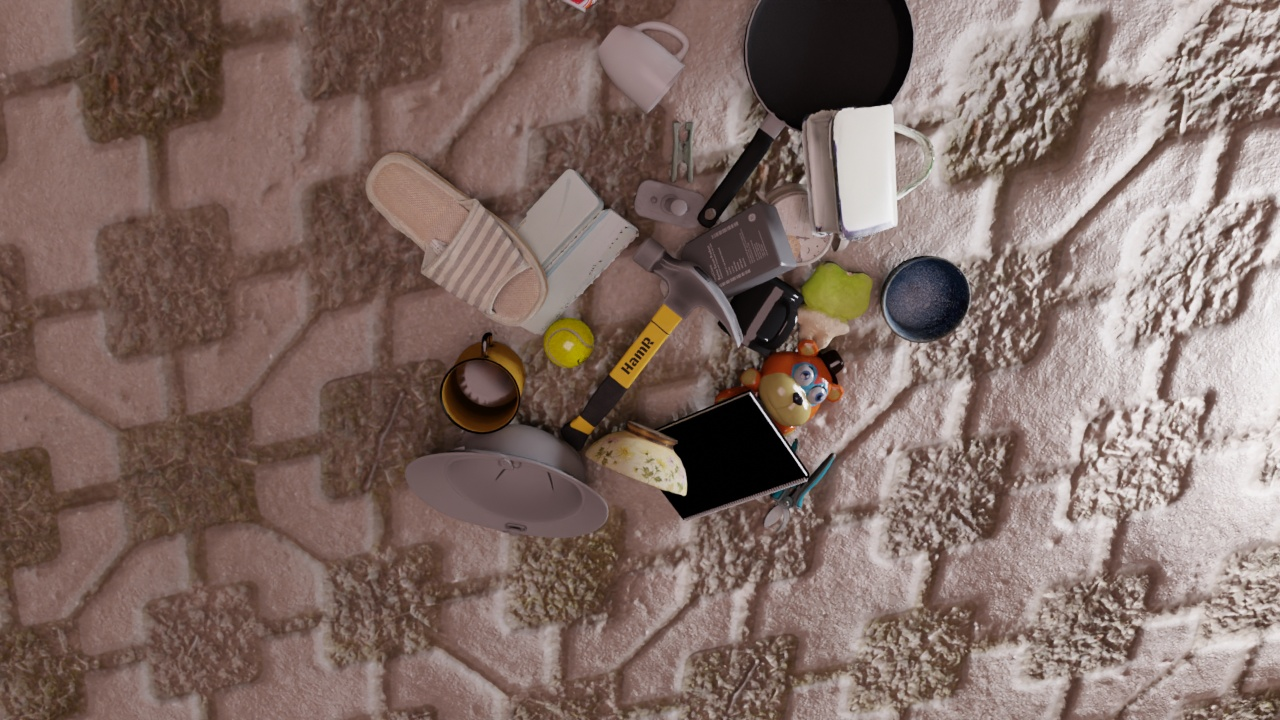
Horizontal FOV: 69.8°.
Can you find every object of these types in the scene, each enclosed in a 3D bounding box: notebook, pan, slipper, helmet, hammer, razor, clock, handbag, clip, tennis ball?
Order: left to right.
[{"bbox_3d":[-0.230,-0.151,1.131,0.272,0.054,0.114,44,100,1],"label":"slipper"},{"bbox_3d":[-0.167,0.139,1.229,0.271,0.117,0.184,10,139,5],"label":"helmet"},{"bbox_3d":[-0.094,-0.023,1.196,0.065,0.065,0.065,-1,109,-2],"label":"tennis ball"},{"bbox_3d":[-0.007,0.007,1.186,0.170,0.034,0.325,38,120,0],"label":"hammer"},{"bbox_3d":[0.040,-0.189,1.118,0.088,0.116,0.047,14,100,-7],"label":"razor"},{"bbox_3d":[0.053,-0.260,1.144,0.042,0.023,0.076,1,107,-1],"label":"clip"},{"bbox_3d":[0.103,0.134,1.239,0.207,0.016,0.149,-25,109,33],"label":"notebook"},{"bbox_3d":[0.178,-0.312,1.109,0.204,0.044,0.356,33,101,-14],"label":"pan"},{"bbox_3d":[0.217,-0.166,1.161,0.157,0.061,0.103,6,108,-2],"label":"clock"},{"bbox_3d":[0.275,-0.230,1.094,0.175,0.074,0.151,-17,108,-26],"label":"handbag"}]

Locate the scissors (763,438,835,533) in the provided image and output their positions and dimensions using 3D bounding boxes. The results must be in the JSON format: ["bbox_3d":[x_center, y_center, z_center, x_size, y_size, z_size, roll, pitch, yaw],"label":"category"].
[{"bbox_3d":[0.222,0.174,1.299,0.124,0.019,0.156,-16,110,5],"label":"scissors"}]

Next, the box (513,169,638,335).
[{"bbox_3d":[-0.111,-0.135,1.173,0.198,0.074,0.126,-43,124,15],"label":"box"}]

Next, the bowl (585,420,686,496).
[{"bbox_3d":[0.004,0.120,1.202,0.145,0.145,0.063,21,89,-9],"label":"bowl"}]

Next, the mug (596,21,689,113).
[{"bbox_3d":[0.007,-0.364,1.091,0.089,0.071,0.107,40,75,-5],"label":"mug"}]

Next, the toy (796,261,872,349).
[{"bbox_3d":[0.248,-0.069,1.205,0.092,0.043,0.118,18,111,-12],"label":"toy"}]

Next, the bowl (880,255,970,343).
[{"bbox_3d":[0.363,-0.085,1.194,0.114,0.060,0.114,0,108,0],"label":"bowl"}]

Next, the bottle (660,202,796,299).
[{"bbox_3d":[0.101,-0.121,1.147,0.174,0.046,0.083,-25,77,34],"label":"bottle"}]

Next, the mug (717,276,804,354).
[{"bbox_3d":[0.160,-0.057,1.169,0.078,0.113,0.088,23,107,-28],"label":"mug"}]

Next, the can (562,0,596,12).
[{"bbox_3d":[-0.064,-0.460,1.049,0.064,0.064,0.105,25,106,-10],"label":"can"}]

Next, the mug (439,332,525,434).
[{"bbox_3d":[-0.201,0.020,1.192,0.100,0.094,0.124,5,108,-2],"label":"mug"}]

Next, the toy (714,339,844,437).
[{"bbox_3d":[0.189,0.041,1.221,0.176,0.096,0.112,-37,107,-2],"label":"toy"}]
